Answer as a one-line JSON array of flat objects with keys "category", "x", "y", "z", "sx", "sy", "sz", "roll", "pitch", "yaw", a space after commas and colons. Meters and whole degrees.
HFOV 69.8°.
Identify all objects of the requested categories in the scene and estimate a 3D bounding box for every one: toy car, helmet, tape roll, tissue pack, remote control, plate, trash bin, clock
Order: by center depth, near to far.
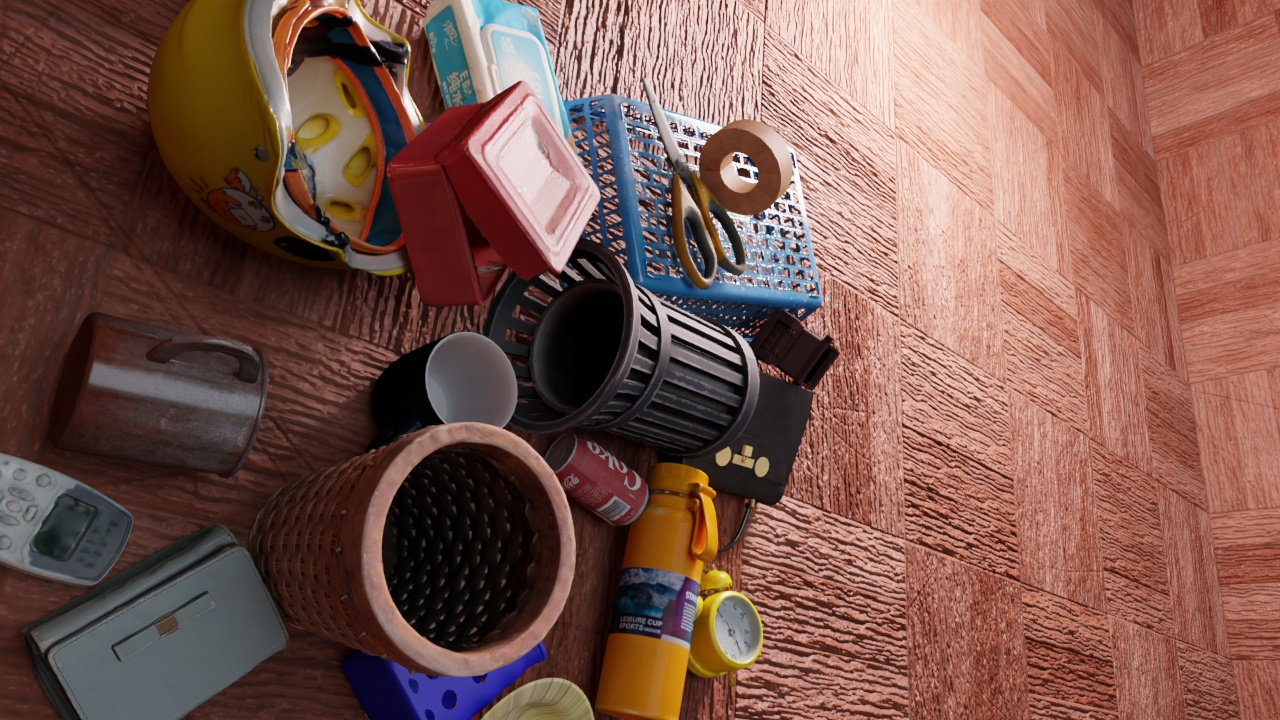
[{"category": "remote control", "x": -0.371, "y": 0.094, "z": 0.554, "sx": 0.114, "sy": 0.028, "sz": 0.060, "roll": 39, "pitch": 53, "yaw": -30}, {"category": "trash bin", "x": -0.167, "y": 0.129, "z": 0.614, "sx": 0.151, "sy": 0.211, "sz": 0.151, "roll": 14, "pitch": 69, "yaw": -41}, {"category": "helmet", "x": -0.256, "y": -0.165, "z": 0.671, "sx": 0.240, "sy": 0.140, "sz": 0.208, "roll": 69, "pitch": 24, "yaw": -57}, {"category": "plate", "x": -0.109, "y": 0.330, "z": 0.707, "sx": 0.183, "sy": 0.036, "sz": 0.184, "roll": -18, "pitch": 114, "yaw": -49}, {"category": "trash bin", "x": -0.005, "y": 0.005, "z": 0.836, "sx": 0.227, "sy": 0.165, "sz": 0.164, "roll": 22, "pitch": 62, "yaw": -51}, {"category": "tissue pack", "x": -0.129, "y": -0.245, "z": 0.870, "sx": 0.116, "sy": 0.066, "sz": 0.209, "roll": -8, "pitch": 82, "yaw": -49}, {"category": "clock", "x": 0.071, "y": 0.261, "z": 0.917, "sx": 0.083, "sy": 0.057, "sz": 0.118, "roll": -29, "pitch": 89, "yaw": -46}, {"category": "tape roll", "x": 0.107, "y": -0.197, "z": 0.940, "sx": 0.027, "sy": 0.094, "sz": 0.094, "roll": -44, "pitch": 108, "yaw": -43}, {"category": "toy car", "x": 0.188, "y": -0.007, "z": 1.067, "sx": 0.070, "sy": 0.062, "sz": 0.169, "roll": -55, "pitch": 150, "yaw": 7}]

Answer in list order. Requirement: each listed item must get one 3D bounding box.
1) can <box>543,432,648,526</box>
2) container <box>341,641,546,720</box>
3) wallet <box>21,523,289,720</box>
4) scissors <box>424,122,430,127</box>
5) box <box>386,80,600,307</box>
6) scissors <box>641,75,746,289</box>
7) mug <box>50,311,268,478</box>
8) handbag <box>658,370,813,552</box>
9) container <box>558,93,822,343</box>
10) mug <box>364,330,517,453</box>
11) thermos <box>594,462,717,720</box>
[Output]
[{"category": "can", "x": -0.041, "y": 0.111, "z": 0.855, "sx": 0.096, "sy": 0.054, "sz": 0.053, "roll": 40, "pitch": 53, "yaw": -29}, {"category": "container", "x": -0.148, "y": 0.225, "z": 0.692, "sx": 0.113, "sy": 0.085, "sz": 0.084, "roll": -32, "pitch": 99, "yaw": -44}, {"category": "wallet", "x": -0.303, "y": 0.177, "z": 0.583, "sx": 0.131, "sy": 0.054, "sz": 0.100, "roll": -34, "pitch": 101, "yaw": -40}, {"category": "scissors", "x": -0.158, "y": -0.134, "z": 0.848, "sx": 0.178, "sy": 0.016, "sz": 0.101, "roll": 46, "pitch": 46, "yaw": -28}, {"category": "box", "x": -0.129, "y": -0.134, "z": 0.739, "sx": 0.137, "sy": 0.127, "sz": 0.157, "roll": 60, "pitch": 26, "yaw": -24}, {"category": "scissors", "x": 0.038, "y": -0.179, "z": 0.922, "sx": 0.113, "sy": 0.016, "sz": 0.229, "roll": -33, "pitch": 100, "yaw": -45}, {"category": "mug", "x": -0.299, "y": 0.016, "z": 0.584, "sx": 0.110, "sy": 0.123, "sz": 0.096, "roll": 12, "pitch": 49, "yaw": -42}, {"category": "handbag", "x": 0.093, "y": 0.108, "z": 0.996, "sx": 0.175, "sy": 0.072, "sz": 0.195, "roll": 20, "pitch": 75, "yaw": -39}, {"category": "container", "x": 0.066, "y": -0.155, "z": 1.019, "sx": 0.361, "sy": 0.089, "sz": 0.257, "roll": 1, "pitch": 76, "yaw": -44}, {"category": "mug", "x": -0.169, "y": 0.039, "z": 0.723, "sx": 0.085, "sy": 0.095, "sz": 0.121, "roll": 55, "pitch": 47, "yaw": -16}, {"category": "thermos", "x": 0.024, "y": 0.214, "z": 0.855, "sx": 0.076, "sy": 0.091, "sz": 0.232, "roll": 62, "pitch": 35, "yaw": -59}]
